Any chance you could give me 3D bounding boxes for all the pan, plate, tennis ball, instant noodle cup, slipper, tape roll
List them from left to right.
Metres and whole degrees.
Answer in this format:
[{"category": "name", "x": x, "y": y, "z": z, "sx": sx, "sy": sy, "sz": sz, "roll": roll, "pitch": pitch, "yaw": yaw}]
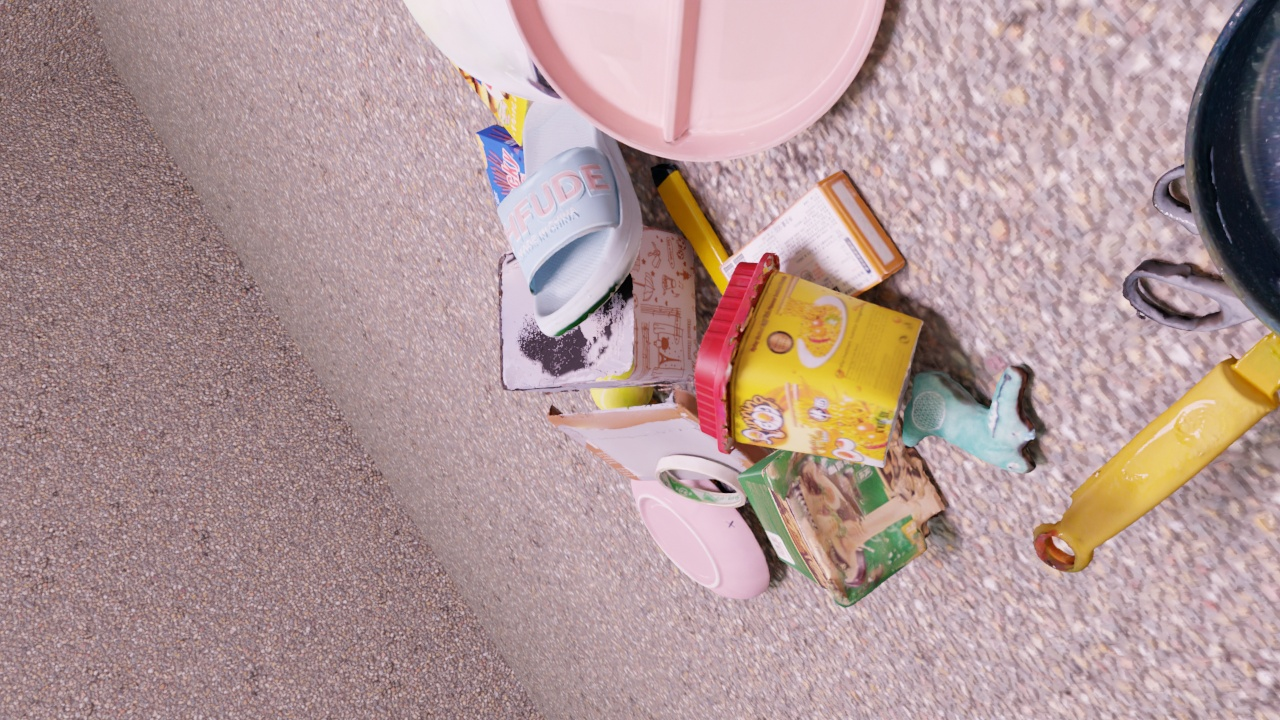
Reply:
[{"category": "slipper", "x": -0.063, "y": -0.134, "z": 0.717, "sx": 0.104, "sy": 0.074, "sz": 0.245, "roll": -32, "pitch": 52, "yaw": 31}, {"category": "tennis ball", "x": -0.019, "y": 0.025, "z": 0.939, "sx": 0.065, "sy": 0.065, "sz": 0.066, "roll": 42, "pitch": 150, "yaw": 31}, {"category": "plate", "x": 0.025, "y": -0.223, "z": 0.520, "sx": 0.230, "sy": 0.028, "sz": 0.230, "roll": 13, "pitch": 132, "yaw": 15}, {"category": "plate", "x": 0.051, "y": 0.176, "z": 0.950, "sx": 0.192, "sy": 0.039, "sz": 0.193, "roll": 42, "pitch": 155, "yaw": 24}, {"category": "tape roll", "x": 0.055, "y": 0.110, "z": 0.830, "sx": 0.086, "sy": 0.013, "sz": 0.086, "roll": 15, "pitch": 155, "yaw": 7}, {"category": "instant noodle cup", "x": 0.111, "y": 0.007, "z": 0.603, "sx": 0.124, "sy": 0.115, "sz": 0.116, "roll": 16, "pitch": 148, "yaw": 18}, {"category": "pan", "x": 0.264, "y": -0.016, "z": 0.353, "sx": 0.197, "sy": 0.078, "sz": 0.358, "roll": 45, "pitch": 148, "yaw": 20}]

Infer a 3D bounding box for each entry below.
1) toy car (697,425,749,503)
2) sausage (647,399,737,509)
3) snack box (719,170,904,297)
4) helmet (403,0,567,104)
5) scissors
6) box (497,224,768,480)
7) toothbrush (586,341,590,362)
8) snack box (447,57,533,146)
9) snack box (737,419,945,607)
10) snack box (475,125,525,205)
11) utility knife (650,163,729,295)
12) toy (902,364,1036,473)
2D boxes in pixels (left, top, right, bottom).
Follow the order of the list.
[{"category": "toy car", "x": 0.076, "y": 0.089, "z": 0.878, "sx": 0.106, "sy": 0.031, "sz": 0.049, "roll": 58, "pitch": 154, "yaw": -3}, {"category": "sausage", "x": 0.049, "y": 0.100, "z": 0.950, "sx": 0.165, "sy": 0.021, "sz": 0.021, "roll": 51, "pitch": 154, "yaw": 14}, {"category": "snack box", "x": 0.114, "y": -0.066, "z": 0.648, "sx": 0.075, "sy": 0.026, "sz": 0.154, "roll": 57, "pitch": 154, "yaw": 2}, {"category": "helmet", "x": -0.096, "y": -0.288, "z": 0.639, "sx": 0.229, "sy": 0.145, "sz": 0.259, "roll": 27, "pitch": 141, "yaw": 47}, {"category": "scissors", "x": 0.291, "y": -0.029, "z": 0.391, "sx": 0.164, "sy": 0.014, "sz": 0.164, "roll": 59, "pitch": 154, "yaw": -5}, {"category": "box", "x": -0.017, "y": 0.010, "z": 0.803, "sx": 0.180, "sy": 0.135, "sz": 0.269, "roll": -7, "pitch": 113, "yaw": 45}, {"category": "toothbrush", "x": -0.065, "y": -0.059, "z": 0.989, "sx": 0.017, "sy": 0.014, "sz": 0.189, "roll": 19, "pitch": 135, "yaw": 36}, {"category": "snack box", "x": -0.135, "y": -0.278, "z": 0.850, "sx": 0.140, "sy": 0.033, "sz": 0.087, "roll": 50, "pitch": 154, "yaw": 13}, {"category": "snack box", "x": 0.139, "y": 0.104, "z": 0.693, "sx": 0.118, "sy": 0.117, "sz": 0.106, "roll": 62, "pitch": 159, "yaw": -2}, {"category": "snack box", "x": -0.106, "y": -0.178, "z": 0.915, "sx": 0.157, "sy": 0.026, "sz": 0.085, "roll": 30, "pitch": 143, "yaw": 44}, {"category": "utility knife", "x": 0.070, "y": -0.064, "z": 0.737, "sx": 0.223, "sy": 0.015, "sz": 0.033, "roll": 60, "pitch": 154, "yaw": 2}, {"category": "toy", "x": 0.212, "y": 0.035, "z": 0.585, "sx": 0.092, "sy": 0.030, "sz": 0.097, "roll": 31, "pitch": 136, "yaw": 36}]
